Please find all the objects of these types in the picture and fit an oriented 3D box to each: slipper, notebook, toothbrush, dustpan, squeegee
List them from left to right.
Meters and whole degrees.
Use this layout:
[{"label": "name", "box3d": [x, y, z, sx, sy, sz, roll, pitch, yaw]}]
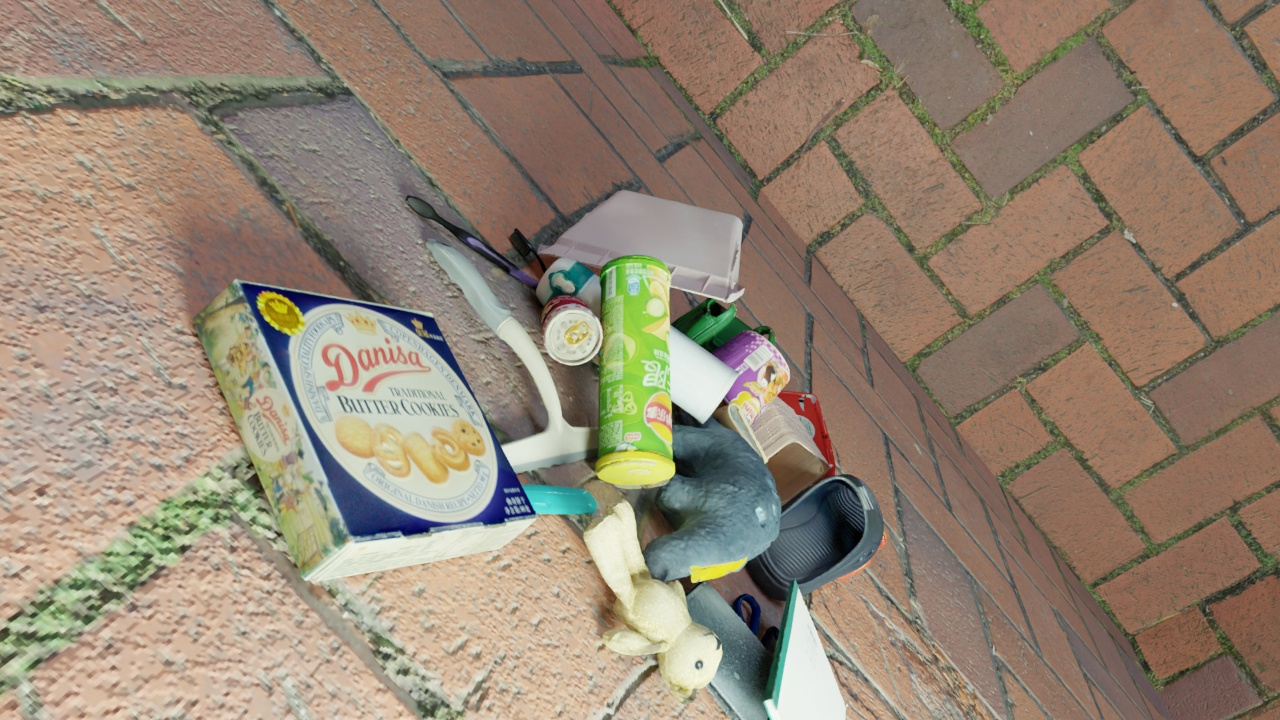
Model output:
[{"label": "toothbrush", "box3d": [-0.163, -0.115, 0.921, 0.189, 0.014, 0.017, 34, 2, -43]}, {"label": "squeegee", "box3d": [-0.119, -0.020, 0.812, 0.246, 0.039, 0.246, 57, 20, 14]}, {"label": "toothbrush", "box3d": [-0.087, -0.066, 1.007, 0.189, 0.016, 0.014, 55, 11, 2]}, {"label": "dustpan", "box3d": [0.023, -0.102, 1.112, 0.223, 0.139, 0.272, 17, 37, 13]}, {"label": "notebook", "box3d": [0.152, 0.307, 0.816, 0.150, 0.012, 0.208, 68, 18, -7]}, {"label": "slipper", "box3d": [0.220, 0.189, 1.040, 0.267, 0.084, 0.110, -16, 67, -49]}]

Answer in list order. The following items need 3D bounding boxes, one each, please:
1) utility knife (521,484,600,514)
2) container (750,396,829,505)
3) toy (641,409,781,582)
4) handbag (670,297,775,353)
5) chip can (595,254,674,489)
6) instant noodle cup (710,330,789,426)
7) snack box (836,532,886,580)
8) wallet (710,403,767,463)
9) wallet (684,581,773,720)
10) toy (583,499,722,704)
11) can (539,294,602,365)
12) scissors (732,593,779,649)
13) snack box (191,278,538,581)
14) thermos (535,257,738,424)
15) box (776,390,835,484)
[{"label": "utility knife", "box3d": [-0.072, 0.112, 0.726, 0.161, 0.013, 0.029, 18, 41, -62]}, {"label": "container", "box3d": [0.162, 0.104, 1.149, 0.090, 0.090, 0.110, 36, 22, -37]}, {"label": "toy", "box3d": [0.073, 0.133, 0.918, 0.138, 0.091, 0.355, 21, 22, -2]}, {"label": "handbag", "box3d": [0.101, -0.018, 1.177, 0.131, 0.120, 0.068, 31, 23, -41]}, {"label": "chip can", "box3d": [-0.005, 0.005, 0.862, 0.072, 0.073, 0.221, 30, 51, -46]}, {"label": "instant noodle cup", "box3d": [0.118, 0.024, 1.109, 0.111, 0.099, 0.112, 44, -18, 17]}, {"label": "snack box", "box3d": [0.256, 0.223, 1.162, 0.091, 0.082, 0.080, 50, 29, 2]}, {"label": "wallet", "box3d": [0.109, 0.094, 1.056, 0.087, 0.024, 0.115, 63, -16, 3]}, {"label": "wallet", "box3d": [0.072, 0.249, 0.778, 0.121, 0.019, 0.097, 50, 23, 13]}, {"label": "toy", "box3d": [0.009, 0.182, 0.702, 0.157, 0.066, 0.105, 60, 26, 4]}, {"label": "can", "box3d": [-0.067, -0.030, 0.858, 0.053, 0.053, 0.132, 48, 1, -12]}, {"label": "scissors", "box3d": [0.094, 0.265, 0.829, 0.173, 0.012, 0.128, 16, 42, -57]}, {"label": "snack box", "box3d": [-0.168, 0.041, 0.587, 0.182, 0.046, 0.177, 59, 20, 18]}, {"label": "thermos", "box3d": [-0.007, -0.025, 0.958, 0.224, 0.073, 0.073, 36, 20, 2]}, {"label": "box", "box3d": [0.210, 0.126, 1.278, 0.094, 0.092, 0.201, 5, 28, 0]}]
